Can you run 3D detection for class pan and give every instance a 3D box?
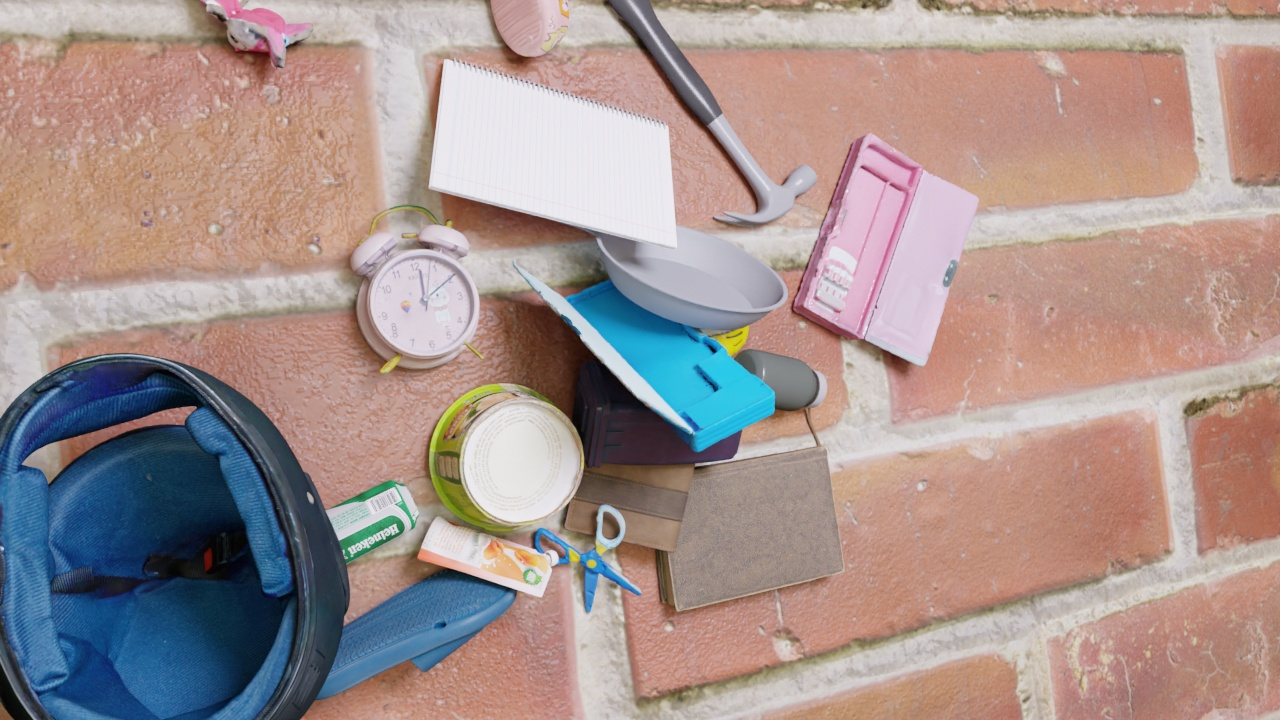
[{"bbox_3d":[-0.024,-0.116,0.926,0.356,0.200,0.051,19,117,1],"label":"pan"}]

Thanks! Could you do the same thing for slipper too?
[{"bbox_3d":[-0.208,0.254,0.840,0.213,0.104,0.059,-23,109,-23],"label":"slipper"},{"bbox_3d":[-0.106,-0.404,0.929,0.081,0.093,0.197,-12,90,-41],"label":"slipper"}]

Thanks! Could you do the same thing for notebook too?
[{"bbox_3d":[0.117,0.159,1.005,0.215,0.034,0.190,-6,88,-20],"label":"notebook"},{"bbox_3d":[-0.081,-0.207,0.916,0.245,0.013,0.177,11,55,-20],"label":"notebook"}]

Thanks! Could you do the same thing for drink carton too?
[{"bbox_3d":[-0.142,0.187,0.872,0.122,0.069,0.039,18,113,1],"label":"drink carton"}]

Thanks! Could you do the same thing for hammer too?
[{"bbox_3d":[0.066,-0.282,1.012,0.124,0.030,0.311,-42,101,-18],"label":"hammer"}]

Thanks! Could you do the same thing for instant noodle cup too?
[{"bbox_3d":[-0.124,0.094,0.881,0.146,0.098,0.146,1,87,-21],"label":"instant noodle cup"}]

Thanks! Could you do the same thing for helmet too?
[{"bbox_3d":[-0.367,0.158,0.711,0.248,0.236,0.316,-18,92,-21],"label":"helmet"}]

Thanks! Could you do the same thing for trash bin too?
[{"bbox_3d":[0.017,0.049,0.919,0.160,0.093,0.092,0,124,-16],"label":"trash bin"}]

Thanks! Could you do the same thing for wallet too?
[{"bbox_3d":[-0.012,0.138,0.943,0.121,0.027,0.098,12,86,1],"label":"wallet"}]

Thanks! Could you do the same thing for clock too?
[{"bbox_3d":[-0.213,-0.069,0.877,0.116,0.059,0.158,-11,90,-21],"label":"clock"}]

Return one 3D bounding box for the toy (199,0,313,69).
[{"bbox_3d":[-0.361,-0.309,0.844,0.102,0.050,0.065,34,40,-13],"label":"toy"}]

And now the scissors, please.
[{"bbox_3d":[-0.046,0.197,0.929,0.125,0.015,0.127,36,111,-7],"label":"scissors"}]

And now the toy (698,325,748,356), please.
[{"bbox_3d":[0.074,-0.042,0.995,0.095,0.041,0.094,-15,87,-20],"label":"toy"}]

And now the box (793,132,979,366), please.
[{"bbox_3d":[0.292,-0.128,1.085,0.179,0.039,0.232,26,78,-14],"label":"box"}]

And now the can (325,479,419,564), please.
[{"bbox_3d":[-0.259,0.152,0.850,0.101,0.053,0.053,-26,97,-21],"label":"can"}]

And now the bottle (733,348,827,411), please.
[{"bbox_3d":[0.151,0.024,1.006,0.108,0.060,0.060,11,83,-34],"label":"bottle"}]

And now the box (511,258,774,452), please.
[{"bbox_3d":[-0.009,-0.007,0.862,0.170,0.243,0.071,1,121,-38],"label":"box"}]
